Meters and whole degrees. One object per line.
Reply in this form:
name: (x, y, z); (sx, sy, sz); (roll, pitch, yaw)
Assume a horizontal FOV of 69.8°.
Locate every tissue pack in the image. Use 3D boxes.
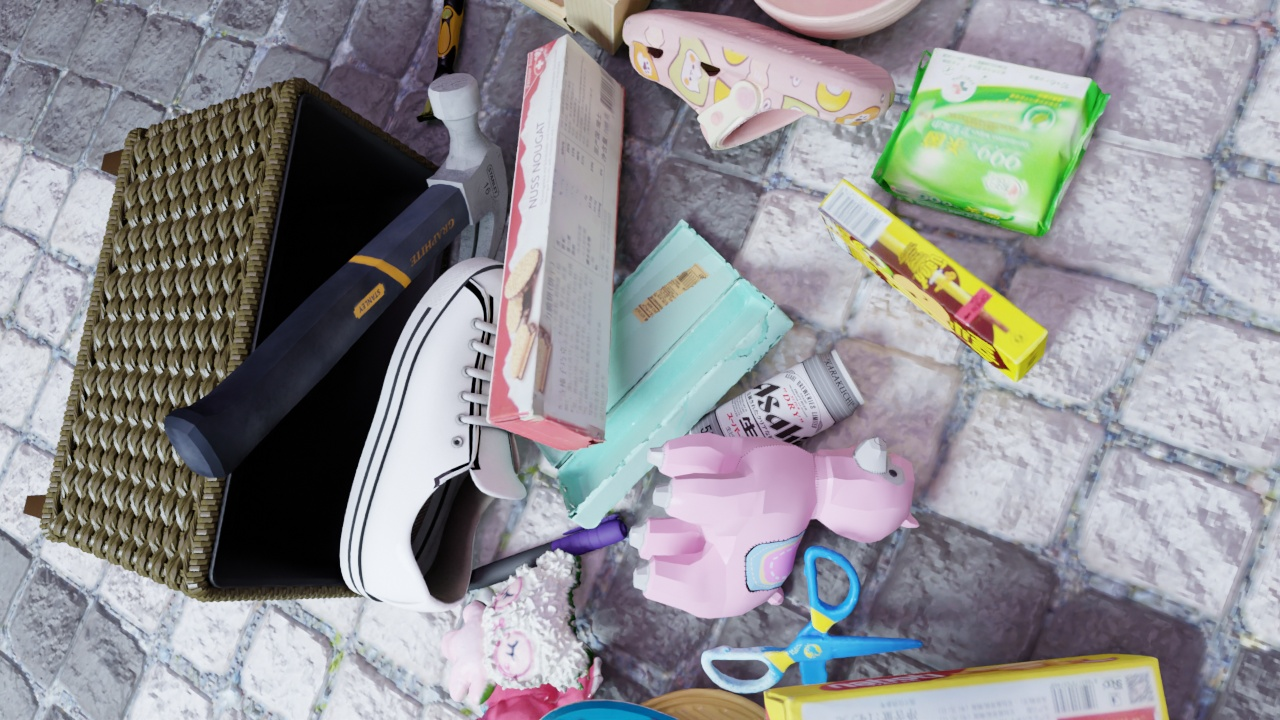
tissue pack: (0.214, -0.136, 0.564); (0.114, 0.034, 0.099); (22, 89, 26)

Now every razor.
razor: (-0.154, -0.261, 0.743); (0.044, 0.021, 0.144); (-2, 76, 21)

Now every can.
can: (0.083, 0.035, 0.571); (0.107, 0.044, 0.044); (-30, 69, 13)

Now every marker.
marker: (-0.070, 0.133, 0.625); (0.134, 0.015, 0.018); (-22, 56, 16)

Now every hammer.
hammer: (-0.177, -0.052, 0.584); (0.035, 0.139, 0.311); (11, 44, 23)

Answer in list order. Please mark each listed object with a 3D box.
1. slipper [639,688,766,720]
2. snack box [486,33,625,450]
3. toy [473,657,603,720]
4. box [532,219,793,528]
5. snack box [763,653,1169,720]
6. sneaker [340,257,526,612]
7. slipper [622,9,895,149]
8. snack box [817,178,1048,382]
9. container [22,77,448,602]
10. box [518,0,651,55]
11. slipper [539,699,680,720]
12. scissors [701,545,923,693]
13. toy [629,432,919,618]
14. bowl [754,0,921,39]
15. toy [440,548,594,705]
slipper: (-0.032, 0.278, 0.541); (0.263, 0.078, 0.099); (-24, 69, -8)
snack box: (-0.052, -0.080, 0.607); (0.044, 0.076, 0.272); (-12, 65, 33)
toy: (-0.065, 0.222, 0.585); (0.102, 0.065, 0.050); (-22, 105, 13)
box: (0.002, 0.008, 0.612); (0.187, 0.055, 0.138); (-45, 39, 8)
snack box: (0.165, 0.202, 0.452); (0.200, 0.042, 0.092); (-2, 76, -11)
sneaker: (-0.116, 0.053, 0.614); (0.097, 0.091, 0.245); (16, 82, 29)
slipper: (0.072, -0.178, 0.608); (0.197, 0.093, 0.082); (28, 122, 31)
snack box: (0.171, -0.048, 0.544); (0.026, 0.061, 0.149); (-48, 66, 5)
container: (-0.286, -0.007, 0.658); (0.205, 0.176, 0.320); (2, 79, 25)
box: (0.005, -0.360, 0.664); (0.247, 0.118, 0.252); (-53, 43, 3)
slipper: (0.069, 0.262, 0.471); (0.295, 0.060, 0.118); (14, 68, 8)
scissors: (0.096, 0.162, 0.523); (0.127, 0.013, 0.125); (-5, 108, 12)
toy: (0.078, 0.093, 0.537); (0.157, 0.067, 0.123); (7, 116, -7)
bowl: (0.136, -0.273, 0.600); (0.153, 0.076, 0.153); (-4, 78, 20)
toy: (-0.084, 0.174, 0.582); (0.109, 0.041, 0.095); (-28, 41, 13)
